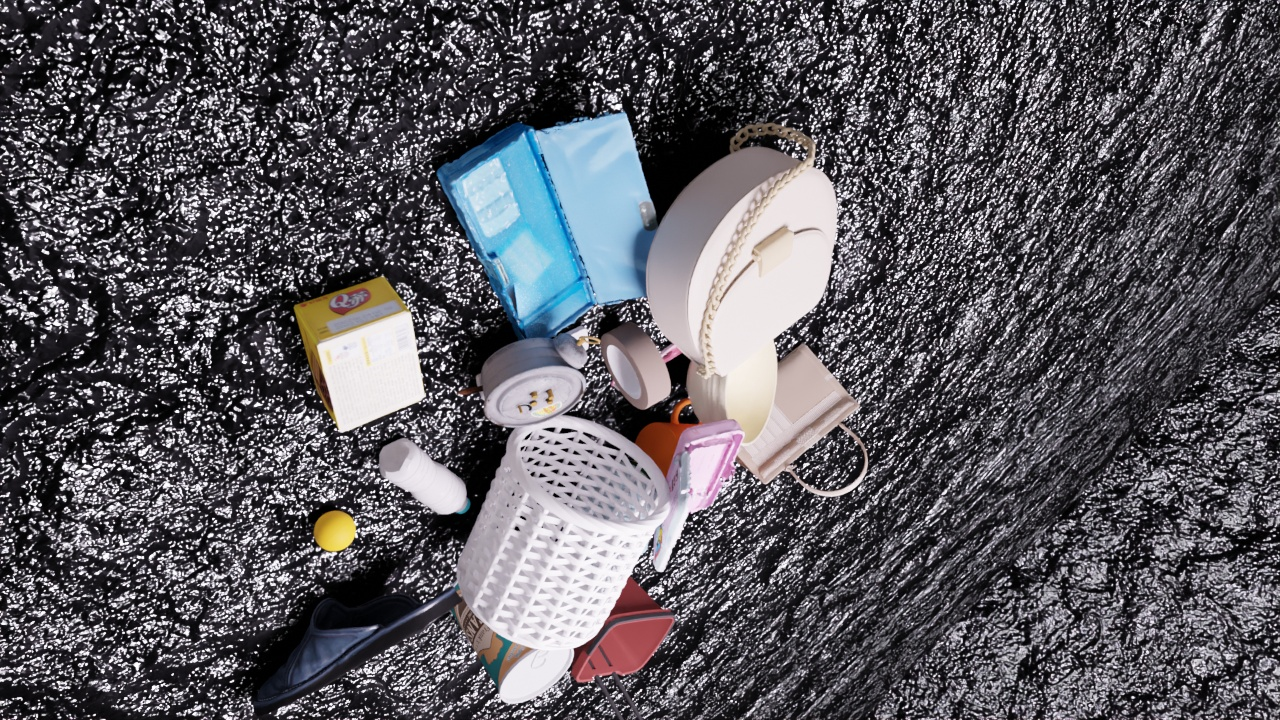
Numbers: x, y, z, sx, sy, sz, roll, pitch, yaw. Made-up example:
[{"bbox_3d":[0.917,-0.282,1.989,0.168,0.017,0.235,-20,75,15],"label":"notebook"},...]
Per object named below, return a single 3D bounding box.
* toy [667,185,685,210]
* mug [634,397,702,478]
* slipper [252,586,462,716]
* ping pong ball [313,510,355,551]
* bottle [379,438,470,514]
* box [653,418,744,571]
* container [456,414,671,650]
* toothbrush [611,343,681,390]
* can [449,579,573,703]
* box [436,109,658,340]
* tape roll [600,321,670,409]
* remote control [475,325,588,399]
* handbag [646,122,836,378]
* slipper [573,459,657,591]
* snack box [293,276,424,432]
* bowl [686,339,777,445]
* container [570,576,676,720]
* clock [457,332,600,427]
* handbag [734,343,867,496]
[{"bbox_3d":[0.075,-0.102,1.005,0.176,0.071,0.113,30,91,-52],"label":"toy"},{"bbox_3d":[0.055,0.103,1.179,0.095,0.078,0.112,7,97,-46],"label":"mug"},{"bbox_3d":[-0.323,0.298,1.012,0.266,0.083,0.108,-33,175,13],"label":"slipper"},{"bbox_3d":[-0.309,0.172,0.927,0.040,0.040,0.040,-25,139,-24],"label":"ping pong ball"},{"bbox_3d":[-0.221,0.128,0.963,0.044,0.044,0.136,-42,143,-4],"label":"bottle"},{"bbox_3d":[0.064,0.164,1.073,0.111,0.101,0.202,-10,149,-15],"label":"box"},{"bbox_3d":[-0.089,0.190,1.027,0.189,0.189,0.187,0,126,-43],"label":"container"},{"bbox_3d":[0.023,-0.003,1.089,0.134,0.016,0.022,-32,142,-15],"label":"toothbrush"},{"bbox_3d":[-0.162,0.328,1.125,0.099,0.144,0.099,-25,139,-24],"label":"can"},{"bbox_3d":[-0.072,-0.121,0.858,0.175,0.060,0.232,-21,140,-3],"label":"box"},{"bbox_3d":[-0.006,0.006,1.006,0.030,0.093,0.094,-29,140,-20],"label":"tape roll"},{"bbox_3d":[-0.113,0.001,0.969,0.130,0.012,0.033,-27,142,-22],"label":"remote control"},{"bbox_3d":[0.100,-0.103,0.917,0.210,0.103,0.209,-36,140,-24],"label":"handbag"},{"bbox_3d":[-0.039,0.220,1.178,0.074,0.104,0.246,-7,136,-42],"label":"slipper"},{"bbox_3d":[-0.243,-0.005,0.802,0.083,0.061,0.106,-23,138,-26],"label":"snack box"},{"bbox_3d":[0.104,0.025,1.123,0.150,0.075,0.151,-13,106,-58],"label":"bowl"},{"bbox_3d":[-0.026,0.394,1.266,0.148,0.201,0.127,11,117,-48],"label":"container"},{"bbox_3d":[-0.099,0.016,0.913,0.148,0.056,0.104,-35,147,20],"label":"clock"},{"bbox_3d":[0.216,0.099,1.213,0.175,0.198,0.062,-38,142,-9],"label":"handbag"}]
